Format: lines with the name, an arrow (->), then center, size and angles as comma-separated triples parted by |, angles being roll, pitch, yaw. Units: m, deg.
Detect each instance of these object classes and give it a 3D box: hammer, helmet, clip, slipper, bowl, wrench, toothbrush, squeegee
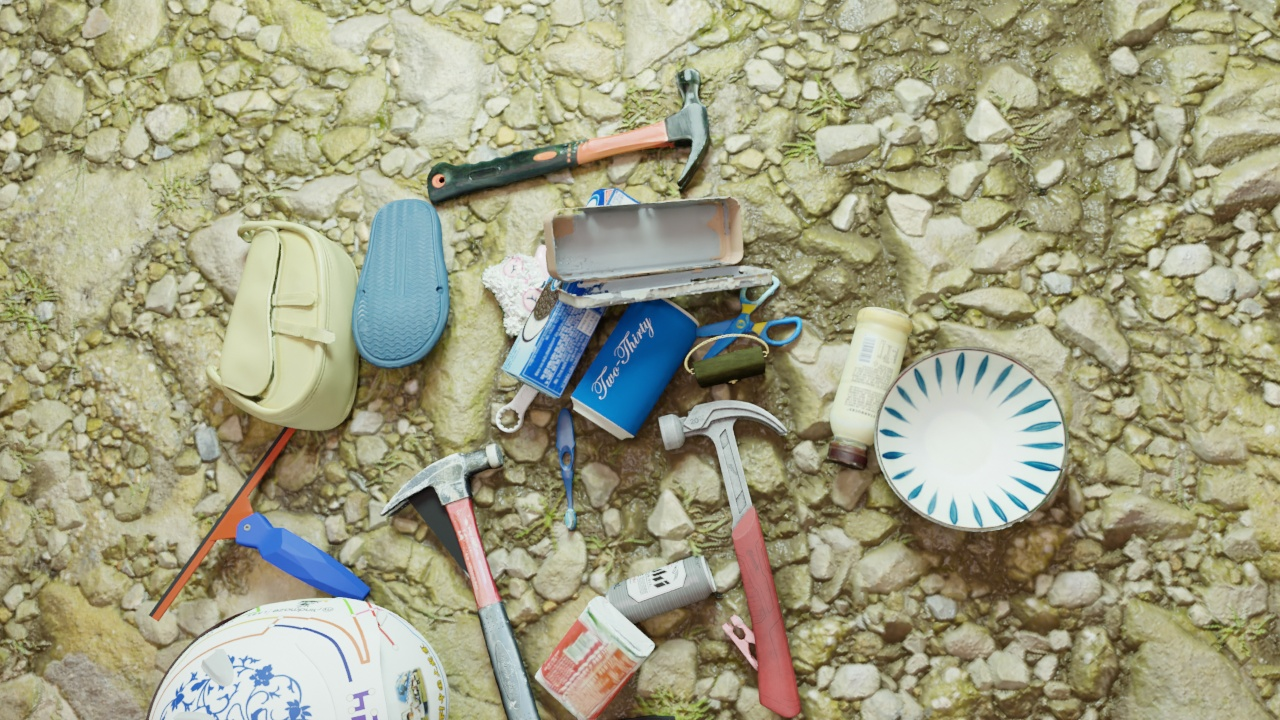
hammer -> -0.168, 0.260, 0.963 | 0.140, 0.036, 0.326 | -21, 78, 3
hammer -> -0.085, -0.232, 1.045 | 0.333, 0.033, 0.133 | -10, 79, 8
helmet -> -0.341, 0.348, 0.868 | 0.314, 0.236, 0.231 | -15, 75, 5
clip -> 0.112, 0.280, 0.924 | 0.058, 0.022, 0.037 | 44, 92, 15
slipper -> -0.262, -0.087, 1.030 | 0.104, 0.059, 0.213 | -1, 65, 0
hammer -> 0.113, 0.192, 0.922 | 0.126, 0.036, 0.315 | -13, 73, 3
bowl -> 0.318, 0.079, 0.904 | 0.177, 0.071, 0.177 | -2, 80, 8
wrench -> -0.074, -0.036, 1.016 | 0.047, 0.009, 0.273 | 34, 86, 13
toothbrush -> -0.078, 0.115, 0.985 | 0.021, 0.016, 0.132 | -5, 79, 5
squeegee -> -0.376, 0.209, 0.991 | 0.185, 0.055, 0.249 | 30, 71, 1

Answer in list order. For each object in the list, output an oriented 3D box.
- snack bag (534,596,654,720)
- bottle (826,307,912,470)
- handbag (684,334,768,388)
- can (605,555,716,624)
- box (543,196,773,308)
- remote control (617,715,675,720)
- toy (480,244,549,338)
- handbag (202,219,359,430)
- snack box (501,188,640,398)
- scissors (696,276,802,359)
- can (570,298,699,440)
snack bag -> -0.047, 0.299, 0.914 | 0.077, 0.036, 0.116 | 39, 114, 12
bottle -> 0.230, 0.029, 0.934 | 0.056, 0.056, 0.162 | 16, 83, 11
handbag -> 0.085, -0.002, 0.899 | 0.084, 0.178, 0.027 | -14, 78, 6
can -> 0.021, 0.235, 0.934 | 0.106, 0.044, 0.044 | -20, 77, 4
box -> 0.018, -0.114, 0.927 | 0.216, 0.096, 0.105 | -8, 94, -22
remote control -> -0.024, 0.384, 0.930 | 0.125, 0.010, 0.039 | -10, 78, 7
toy -> -0.118, -0.086, 1.016 | 0.109, 0.041, 0.095 | -30, 77, 0
handbag -> -0.399, -0.045, 1.027 | 0.191, 0.088, 0.232 | 7, 79, 16
snack box -> -0.067, -0.073, 0.977 | 0.059, 0.059, 0.226 | 30, 85, -27
scissors -> 0.105, -0.047, 0.989 | 0.132, 0.019, 0.104 | -10, 75, 6
can -> -0.006, 0.006, 0.962 | 0.079, 0.079, 0.146 | 32, 85, 13
